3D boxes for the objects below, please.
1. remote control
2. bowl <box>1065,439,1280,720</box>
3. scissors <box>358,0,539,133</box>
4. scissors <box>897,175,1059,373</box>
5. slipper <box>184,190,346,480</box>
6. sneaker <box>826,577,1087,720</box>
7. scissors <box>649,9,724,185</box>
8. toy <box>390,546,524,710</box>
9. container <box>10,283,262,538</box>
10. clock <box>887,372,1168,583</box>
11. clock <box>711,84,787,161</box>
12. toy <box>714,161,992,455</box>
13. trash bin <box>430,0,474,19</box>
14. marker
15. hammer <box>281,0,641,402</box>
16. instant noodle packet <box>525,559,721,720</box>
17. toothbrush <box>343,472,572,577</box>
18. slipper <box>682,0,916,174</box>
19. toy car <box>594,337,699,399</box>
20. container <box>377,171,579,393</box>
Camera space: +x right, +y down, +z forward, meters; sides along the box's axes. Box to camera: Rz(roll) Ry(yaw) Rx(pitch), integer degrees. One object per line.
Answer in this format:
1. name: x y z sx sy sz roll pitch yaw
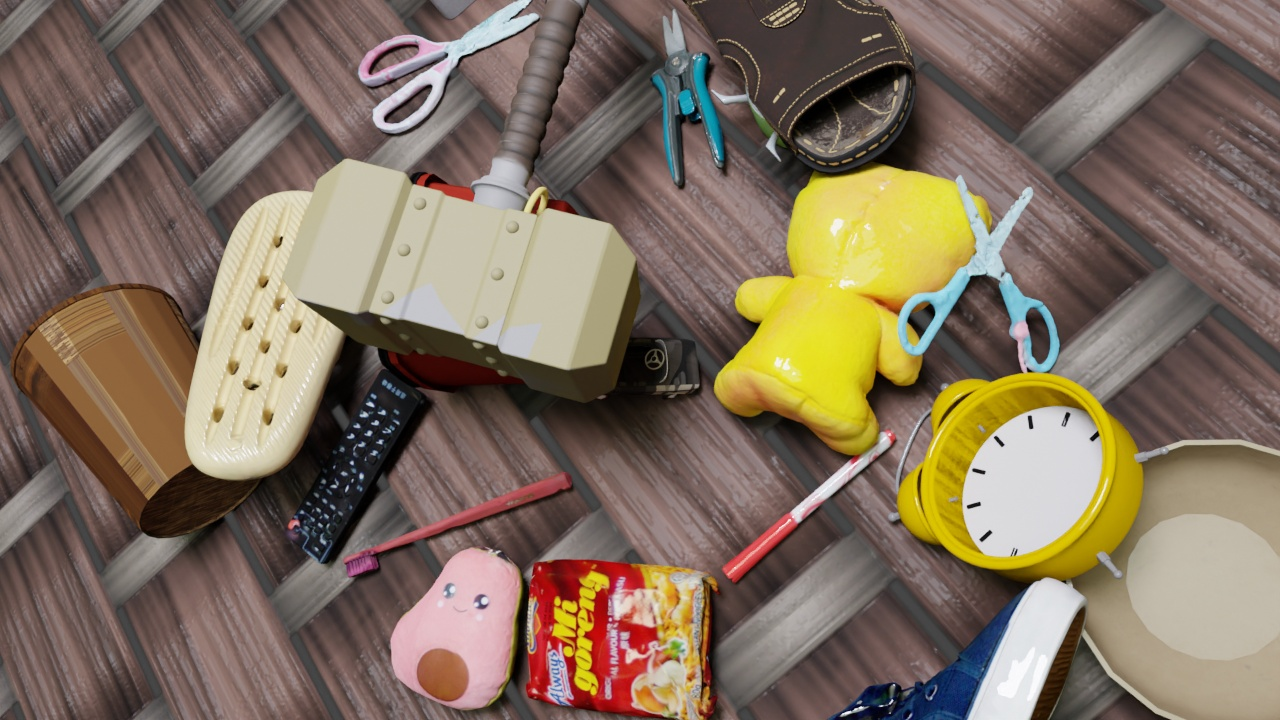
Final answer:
1. remote control: -0.217 0.082 0.708 0.047 0.022 0.150 31 89 23
2. bowl: 0.311 0.121 0.496 0.152 0.050 0.152 -5 74 19
3. scissors: -0.157 -0.251 0.782 0.179 0.016 0.103 -16 70 11
4. scissors: 0.202 -0.041 0.554 0.133 0.015 0.135 -28 96 -15
5. slipper: -0.277 -0.017 0.721 0.111 0.079 0.260 2 57 0
6. sneaker: 0.120 0.222 0.501 0.127 0.120 0.295 39 102 33
7. scissors: 0.039 -0.200 0.694 0.142 0.019 0.127 36 95 30
8. toy: -0.121 0.180 0.631 0.090 0.051 0.110 16 81 21
9. container: -0.385 0.044 0.724 0.132 0.132 0.167 -45 72 3
10. clock: 0.209 0.065 0.524 0.152 0.052 0.113 12 76 59
11. clock: 0.122 -0.199 0.653 0.119 0.042 0.094 -39 68 6
12. toy: 0.124 -0.045 0.586 0.134 0.087 0.193 27 83 28
13. trash bin: -0.129 -0.423 0.760 0.229 0.114 0.114 -39 67 6
14. marker: 0.110 0.094 0.595 0.142 0.013 0.013 -42 67 5
15. hammer: -0.068 -0.156 0.570 0.190 0.101 0.324 15 79 5
16. instant noodle packet: -0.013 0.182 0.601 0.136 0.039 0.098 0 83 18
17. toothbrush: -0.136 0.121 0.671 0.190 0.016 0.016 -22 74 12
18. slipper: 0.092 -0.240 0.609 0.113 0.075 0.267 -29 66 10
19. toy car: -0.004 0.004 0.630 0.092 0.037 0.040 0 71 -15
20. container: -0.144 -0.052 0.668 0.201 0.127 0.148 4 77 13
